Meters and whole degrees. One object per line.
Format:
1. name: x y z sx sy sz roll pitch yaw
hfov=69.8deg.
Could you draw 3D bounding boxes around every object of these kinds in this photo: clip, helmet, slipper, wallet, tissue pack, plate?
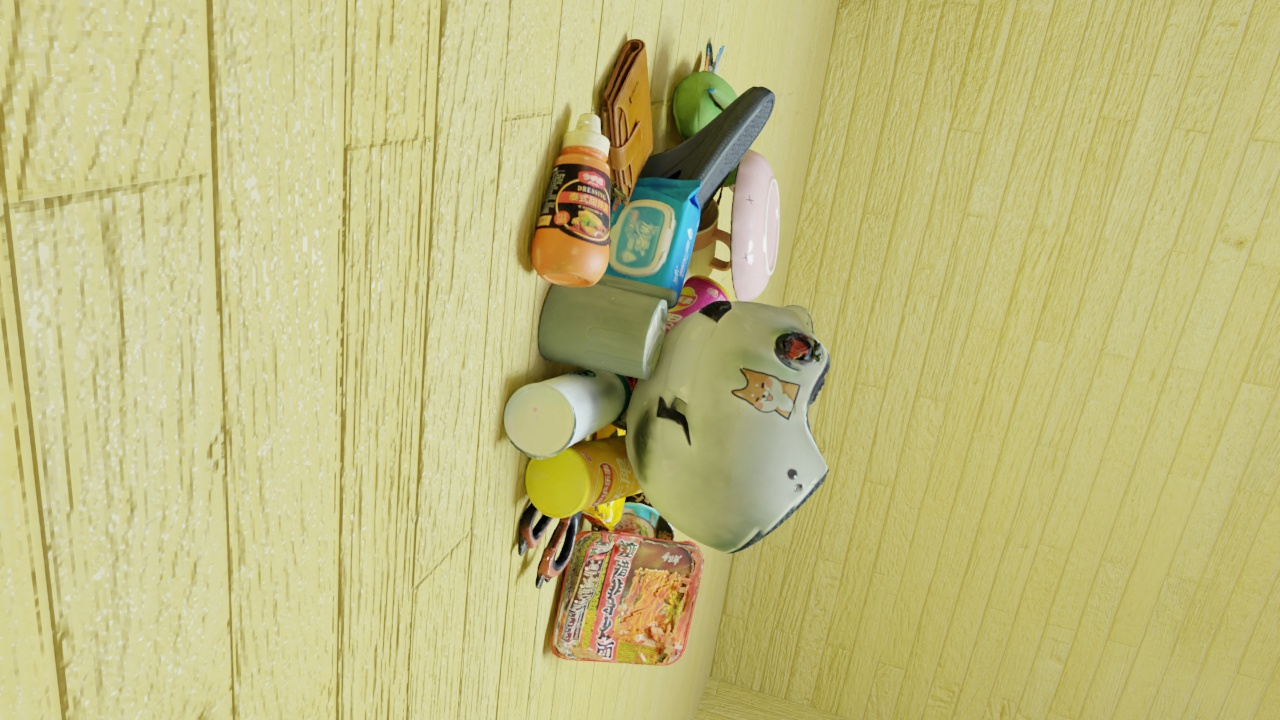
1. clip: 0.099 -0.407 1.264 0.026 0.042 0.058 -60 161 -56
2. helmet: 0.069 0.049 0.928 0.231 0.156 0.273 -41 -143 54
3. slipper: 0.047 -0.213 1.058 0.268 0.083 0.110 -52 170 7
4. wallet: -0.015 -0.233 0.923 0.131 0.035 0.118 84 17 -53
5. tissue pack: 0.006 -0.126 0.969 0.052 0.095 0.157 44 59 -68
6. plate: 0.148 -0.168 1.156 0.192 0.039 0.192 4 89 -75

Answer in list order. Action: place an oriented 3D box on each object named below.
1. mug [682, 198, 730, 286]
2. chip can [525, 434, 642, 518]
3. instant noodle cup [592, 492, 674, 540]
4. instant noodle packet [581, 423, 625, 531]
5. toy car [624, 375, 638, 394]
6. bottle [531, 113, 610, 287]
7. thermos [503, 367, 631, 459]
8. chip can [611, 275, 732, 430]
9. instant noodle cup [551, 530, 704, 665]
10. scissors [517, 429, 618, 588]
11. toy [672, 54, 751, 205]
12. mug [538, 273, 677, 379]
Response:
1. mug: 0.071 -0.151 1.176 0.081 0.114 0.106 -57 161 -28
2. chip can: -0.035 0.116 0.973 0.213 0.072 0.072 1 102 -63
3. instant noodle cup: 0.000 0.191 1.249 0.120 0.111 0.111 -75 170 -51
4. instant noodle packet: -0.041 0.139 1.136 0.111 0.044 0.128 68 34 -65
5. toy car: -0.006 0.006 1.025 0.049 0.106 0.031 -33 177 -28
6. bottle: -0.053 -0.140 0.788 0.067 0.067 0.149 43 54 -75
7. thermos: -0.062 0.041 0.904 0.224 0.073 0.073 -20 122 -75
8. chip can: 0.028 -0.012 1.105 0.210 0.071 0.071 -49 154 -30
9. instant noodle cup: -0.020 0.294 1.160 0.079 0.188 0.164 17 -86 67
10. scissors: -0.070 0.156 1.004 0.201 0.015 0.206 29 68 -62
11. toy: 0.098 -0.297 1.203 0.246 0.090 0.226 38 43 -68
12. mug: -0.028 -0.042 0.884 0.123 0.103 0.084 -61 159 -47
